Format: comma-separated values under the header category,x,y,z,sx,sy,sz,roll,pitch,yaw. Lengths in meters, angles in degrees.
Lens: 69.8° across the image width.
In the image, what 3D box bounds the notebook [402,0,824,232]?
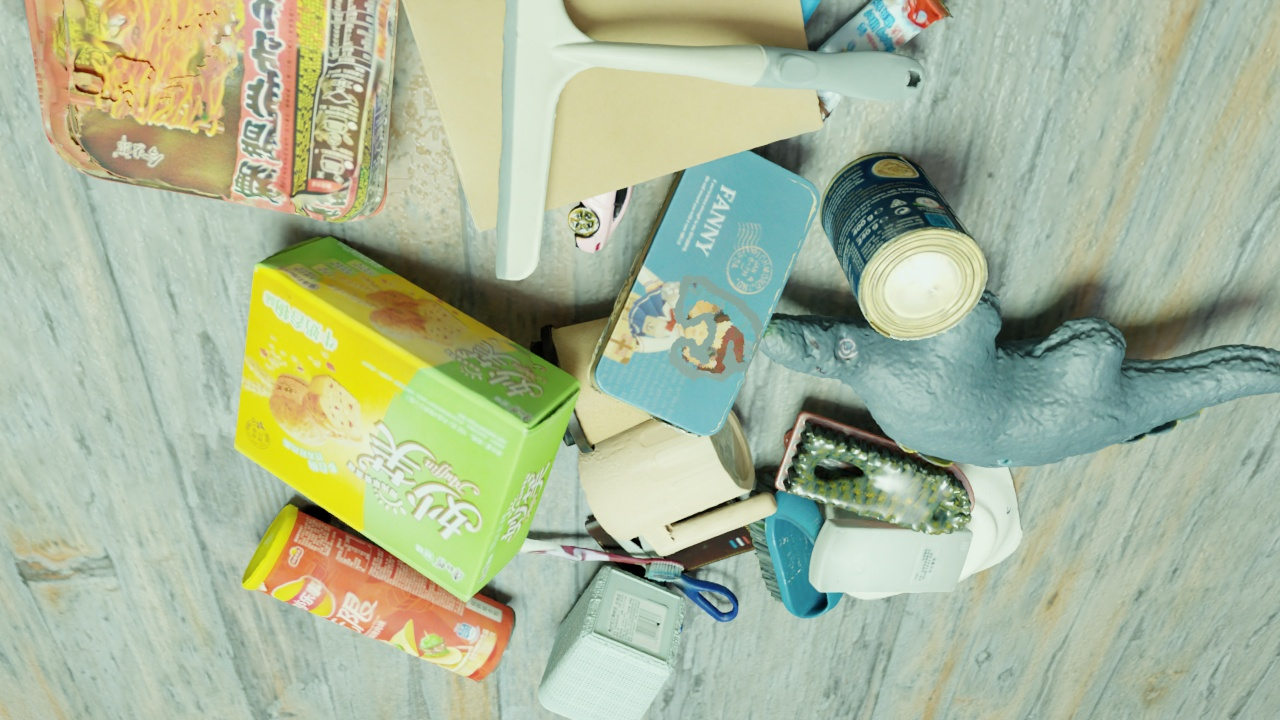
category,x,y,z,sx,sy,sz,roll,pitch,yaw
notebook,-0.009,-0.170,0.495,0.211,0.012,0.149,-19,114,-9

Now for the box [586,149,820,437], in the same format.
category,x,y,z,sx,sy,sz,roll,pitch,yaw
box,0.039,-0.049,0.565,0.090,0.059,0.184,22,89,-9

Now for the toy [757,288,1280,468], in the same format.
category,x,y,z,sx,sy,sz,roll,pitch,yaw
toy,0.242,0.017,0.634,0.356,0.091,0.138,7,143,-3

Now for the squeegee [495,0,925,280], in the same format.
category,x,y,z,sx,sy,sz,roll,pitch,yaw
squeegee,0.051,-0.157,0.489,0.246,0.039,0.247,0,109,-16

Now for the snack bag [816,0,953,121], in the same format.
category,x,y,z,sx,sy,sz,roll,pitch,yaw
snack bag,0.130,-0.185,0.538,0.105,0.026,0.045,-38,127,22

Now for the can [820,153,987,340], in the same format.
category,x,y,z,sx,sy,sz,roll,pitch,yaw
can,0.159,-0.072,0.566,0.075,0.111,0.075,-1,124,-2

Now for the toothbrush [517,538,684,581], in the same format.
category,x,y,z,sx,sy,sz,roll,pitch,yaw
toothbrush,-0.058,0.162,0.754,0.188,0.017,0.016,6,131,8

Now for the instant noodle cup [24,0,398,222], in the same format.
category,x,y,z,sx,sy,sz,roll,pitch,yaw
instant noodle cup,-0.226,-0.171,0.503,0.188,0.079,0.165,9,123,-10

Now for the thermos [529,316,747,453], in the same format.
category,x,y,z,sx,sy,sz,roll,pitch,yaw
thermos,-0.004,0.004,0.631,0.143,0.093,0.093,-19,123,0

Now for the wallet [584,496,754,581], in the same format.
category,x,y,z,sx,sy,sz,roll,pitch,yaw
wallet,0.030,0.143,0.765,0.122,0.020,0.096,-24,122,16

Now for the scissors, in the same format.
category,x,y,z,sx,sy,sz,roll,pitch,yaw
scissors,0.013,0.186,0.782,0.169,0.012,0.147,25,127,-17

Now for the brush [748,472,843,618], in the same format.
category,x,y,z,sx,sy,sz,roll,pitch,yaw
brush,0.131,0.157,0.740,0.055,0.073,0.144,-36,129,-25

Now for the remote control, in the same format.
category,x,y,z,sx,sy,sz,roll,pitch,yaw
remote control,0.193,0.151,0.708,0.135,0.019,0.056,5,107,-23

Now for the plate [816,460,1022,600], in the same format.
category,x,y,z,sx,sy,sz,roll,pitch,yaw
plate,0.235,0.144,0.763,0.164,0.034,0.164,-20,123,11

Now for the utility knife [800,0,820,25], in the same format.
category,x,y,z,sx,sy,sz,roll,pitch,yaw
utility knife,0.082,-0.202,0.531,0.034,0.018,0.167,28,121,-5

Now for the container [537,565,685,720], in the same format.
category,x,y,z,sx,sy,sz,roll,pitch,yaw
container,-0.021,0.240,0.769,0.090,0.090,0.112,23,130,-3

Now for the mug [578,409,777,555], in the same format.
category,x,y,z,sx,sy,sz,roll,pitch,yaw
mug,0.030,0.090,0.681,0.104,0.084,0.124,-24,122,22

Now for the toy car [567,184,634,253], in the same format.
category,x,y,z,sx,sy,sz,roll,pitch,yaw
toy car,-0.019,-0.124,0.557,0.037,0.056,0.123,10,123,-5

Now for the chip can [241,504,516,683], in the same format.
category,x,y,z,sx,sy,sz,roll,pitch,yaw
chip can,-0.210,0.195,0.760,0.216,0.073,0.073,30,118,-22

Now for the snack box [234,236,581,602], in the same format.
category,x,y,z,sx,sy,sz,roll,pitch,yaw
snack box,-0.160,0.036,0.602,0.210,0.069,0.158,30,123,13

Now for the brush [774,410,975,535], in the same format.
category,x,y,z,sx,sy,sz,roll,pitch,yaw
brush,0.179,0.086,0.689,0.146,0.069,0.063,17,102,1
